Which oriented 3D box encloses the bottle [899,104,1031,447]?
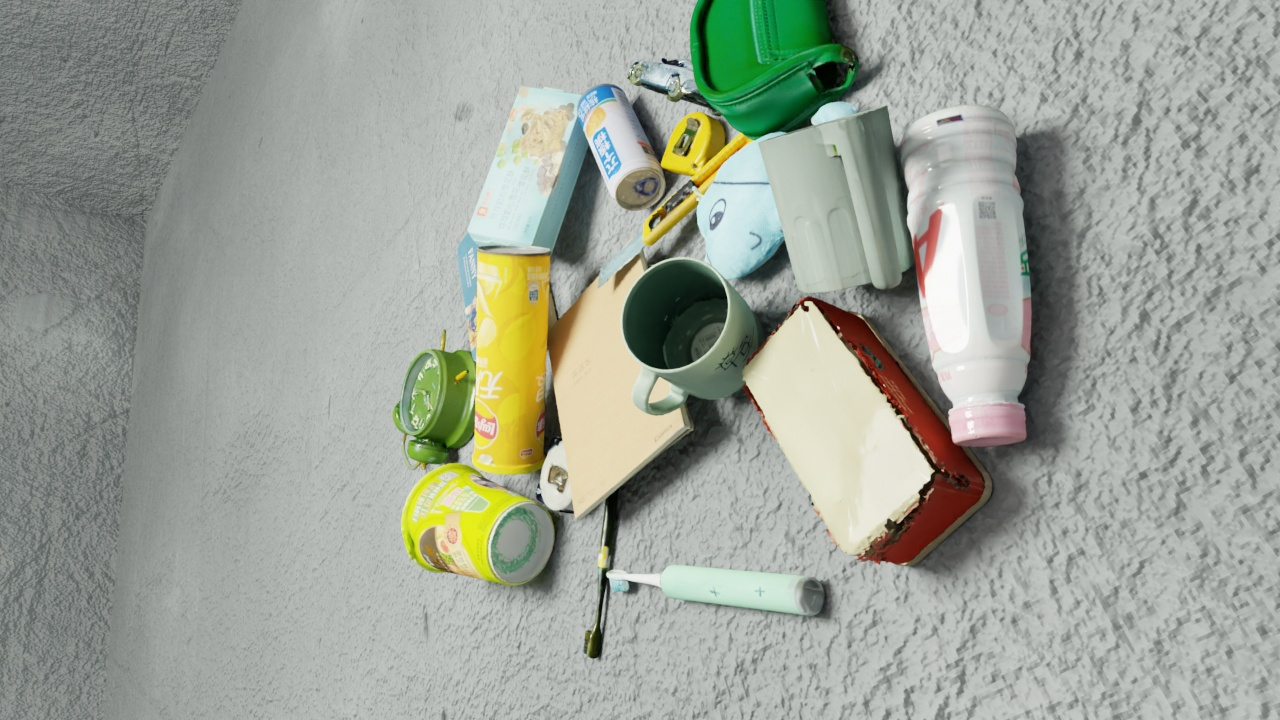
[{"bbox_3d":[0.195,-0.049,0.542,0.068,0.068,0.196,-17,68,48],"label":"bottle"}]

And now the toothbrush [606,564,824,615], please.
[{"bbox_3d":[0.044,0.169,0.693,0.225,0.026,0.027,-10,93,50],"label":"toothbrush"}]

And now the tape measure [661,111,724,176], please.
[{"bbox_3d":[0.046,-0.189,0.805,0.060,0.028,0.057,28,100,51],"label":"tape measure"}]

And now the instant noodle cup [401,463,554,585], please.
[{"bbox_3d":[-0.150,0.163,0.884,0.124,0.111,0.111,6,83,45],"label":"instant noodle cup"}]

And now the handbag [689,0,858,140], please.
[{"bbox_3d":[0.103,-0.249,0.713,0.120,0.068,0.131,-22,58,32],"label":"handbag"}]

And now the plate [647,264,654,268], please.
[{"bbox_3d":[-0.005,0.005,0.809,0.180,0.024,0.179,-27,55,45],"label":"plate"}]

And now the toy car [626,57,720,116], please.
[{"bbox_3d":[0.035,-0.248,0.817,0.121,0.054,0.037,33,108,52],"label":"toy car"}]

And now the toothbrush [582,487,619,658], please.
[{"bbox_3d":[-0.032,0.165,0.804,0.017,0.012,0.185,-11,70,61],"label":"toothbrush"}]

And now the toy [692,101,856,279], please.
[{"bbox_3d":[0.102,-0.125,0.698,0.156,0.049,0.161,36,105,46],"label":"toy"}]

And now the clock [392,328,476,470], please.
[{"bbox_3d":[-0.238,0.055,1.063,0.161,0.056,0.116,-61,39,19],"label":"clock"}]

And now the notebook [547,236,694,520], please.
[{"bbox_3d":[-0.027,0.013,0.804,0.150,0.012,0.211,-43,43,33],"label":"notebook"}]

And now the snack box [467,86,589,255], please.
[{"bbox_3d":[-0.109,-0.190,0.936,0.074,0.051,0.174,14,77,17],"label":"snack box"}]

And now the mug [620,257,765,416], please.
[{"bbox_3d":[0.036,-0.007,0.676,0.082,0.106,0.111,30,89,26],"label":"mug"}]

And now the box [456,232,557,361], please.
[{"bbox_3d":[-0.146,-0.082,0.988,0.090,0.061,0.184,-44,49,33],"label":"box"}]

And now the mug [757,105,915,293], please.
[{"bbox_3d":[0.130,-0.100,0.578,0.124,0.084,0.103,-98,-7,-77],"label":"mug"}]

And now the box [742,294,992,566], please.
[{"bbox_3d":[0.130,0.042,0.584,0.091,0.076,0.168,-52,43,26],"label":"box"}]

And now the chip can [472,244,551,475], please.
[{"bbox_3d":[-0.123,-0.001,0.877,0.072,0.072,0.213,21,111,52],"label":"chip can"}]

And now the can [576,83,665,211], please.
[{"bbox_3d":[-0.019,-0.203,0.871,0.053,0.053,0.134,-48,45,31],"label":"can"}]

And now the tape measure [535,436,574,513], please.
[{"bbox_3d":[-0.063,0.107,0.844,0.066,0.033,0.066,16,92,53],"label":"tape measure"}]

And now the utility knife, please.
[{"bbox_3d":[0.034,-0.133,0.782,0.215,0.015,0.033,-40,45,23],"label":"utility knife"}]
